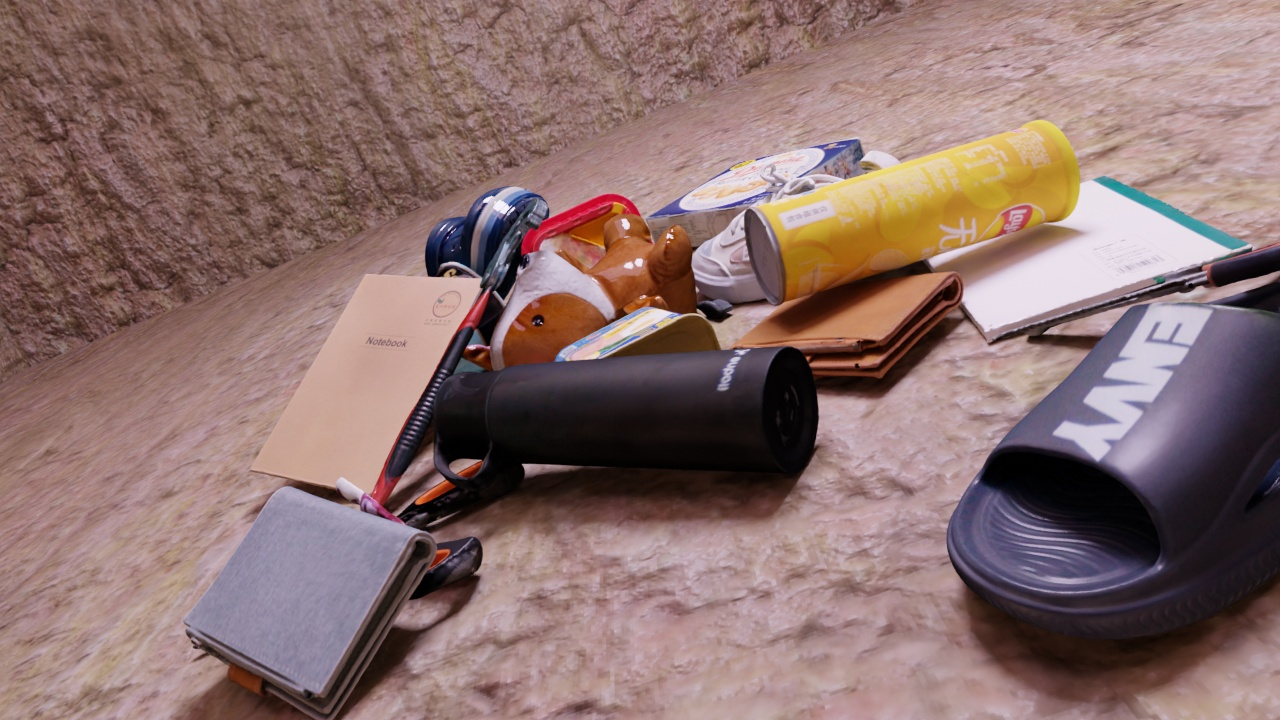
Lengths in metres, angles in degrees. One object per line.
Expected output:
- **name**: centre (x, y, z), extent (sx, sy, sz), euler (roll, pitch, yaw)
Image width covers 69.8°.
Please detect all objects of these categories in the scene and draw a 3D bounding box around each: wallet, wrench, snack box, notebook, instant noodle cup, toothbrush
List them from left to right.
- **wallet**: centre (-0.180, 0.128, 0.496), extent (0.130, 0.037, 0.106), euler (8, 58, 37)
- **toothbrush**: centre (-0.186, 0.100, 0.616), extent (0.017, 0.016, 0.188), euler (-41, 20, -22)
- **notebook**: centre (-0.228, 0.012, 0.773), extent (0.148, 0.008, 0.207), euler (5, 59, 31)
- **instant noodle cup**: centre (-0.192, -0.014, 0.851), extent (0.120, 0.111, 0.111), euler (-43, 27, -28)
- **wrench**: centre (-0.139, -0.007, 0.694), extent (0.273, 0.016, 0.056), euler (-64, 20, -15)
- **instant noodle cup**: centre (-0.048, -0.088, 0.880), extent (0.116, 0.116, 0.124), euler (-25, 8, -7)
- **toothbrush**: centre (0.039, -0.059, 0.840), extent (0.017, 0.014, 0.189), euler (-17, 17, -15)
- **snack box**: centre (0.128, -0.183, 1.021), extent (0.182, 0.046, 0.178), euler (-37, 24, -34)
- **wallet**: centre (0.130, -0.021, 0.604), extent (0.107, 0.031, 0.132), euler (-37, 19, -33)
- **notebook**: centre (0.278, -0.077, 0.618), extent (0.150, 0.012, 0.208), euler (-19, 19, 12)

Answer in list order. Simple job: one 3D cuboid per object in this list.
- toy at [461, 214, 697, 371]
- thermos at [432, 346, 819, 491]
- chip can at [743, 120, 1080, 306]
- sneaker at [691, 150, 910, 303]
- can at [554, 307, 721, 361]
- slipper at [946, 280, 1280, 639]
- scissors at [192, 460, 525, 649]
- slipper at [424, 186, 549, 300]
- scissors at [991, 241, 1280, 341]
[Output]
- **toy**: centre (-0.047, -0.044, 0.748), extent (0.199, 0.130, 0.140), euler (-38, 28, -14)
- **thermos**: centre (-0.022, 0.041, 0.544), extent (0.243, 0.068, 0.089), euler (-5, 49, 34)
- **chip can**: centre (0.181, -0.099, 0.621), extent (0.213, 0.072, 0.072), euler (-17, 19, -5)
- **sneaker**: centre (0.117, -0.111, 0.751), extent (0.243, 0.091, 0.089), euler (-6, 31, 49)
- **can**: centre (-0.004, 0.004, 0.654), extent (0.102, 0.057, 0.083), euler (-28, 17, -14)
- **slipper**: centre (0.222, 0.005, 0.358), extent (0.267, 0.083, 0.111), euler (-27, 18, -18)
- **scissors**: centre (-0.164, 0.122, 0.579), extent (0.231, 0.022, 0.221), euler (-34, 17, -33)
- **slipper**: centre (-0.166, -0.108, 0.932), extent (0.104, 0.095, 0.253), euler (-61, 4, -28)
- **scissors**: centre (0.282, -0.043, 0.436), extent (0.223, 0.015, 0.189), euler (-17, -4, 0)
